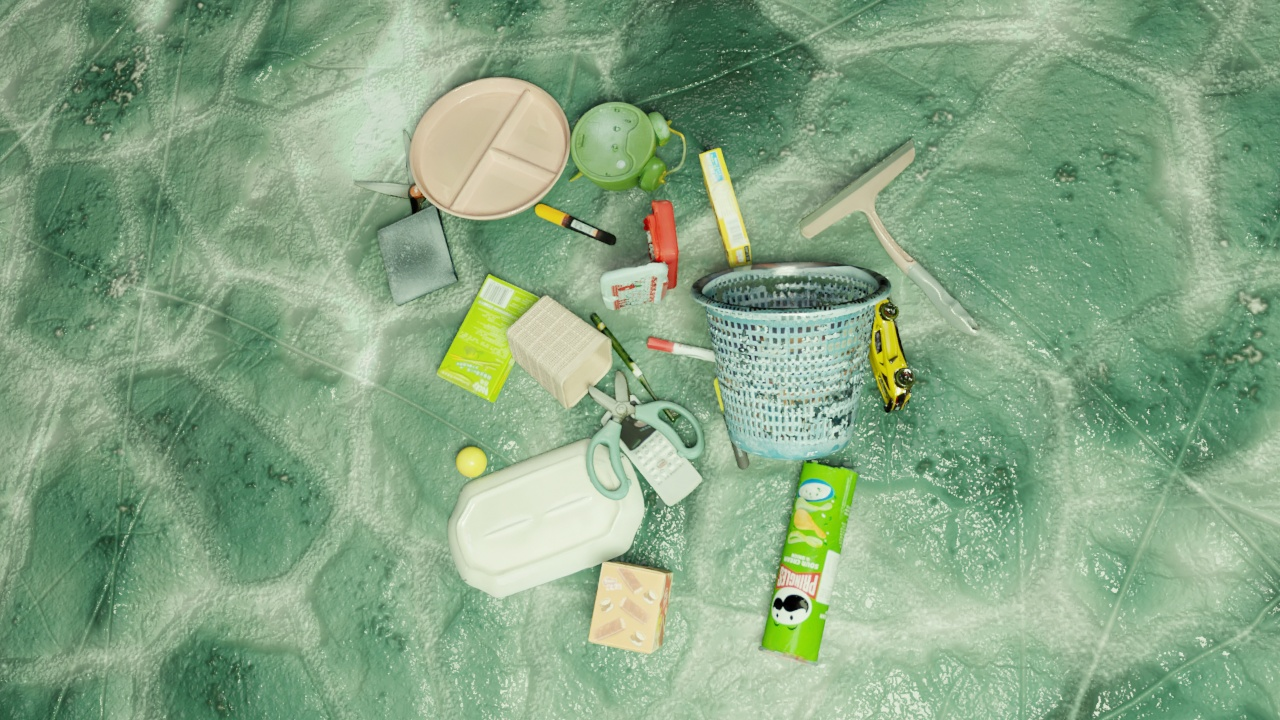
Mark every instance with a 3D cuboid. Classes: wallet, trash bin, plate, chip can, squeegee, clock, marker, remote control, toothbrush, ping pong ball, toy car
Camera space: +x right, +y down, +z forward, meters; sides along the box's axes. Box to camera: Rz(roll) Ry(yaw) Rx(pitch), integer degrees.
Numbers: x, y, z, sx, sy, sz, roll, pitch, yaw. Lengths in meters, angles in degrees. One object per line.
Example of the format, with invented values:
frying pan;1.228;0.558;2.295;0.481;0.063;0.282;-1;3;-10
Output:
wallet;-0.310;-0.146;1.276;0.097;0.019;0.120;-21;75;10
trash bin;0.174;0.002;1.078;0.227;0.226;0.195;0;109;9
plate;-0.127;0.201;1.180;0.266;0.034;0.162;-20;76;5
chip can;0.204;0.239;1.099;0.072;0.072;0.235;13;80;12
squeegee;0.342;-0.126;1.161;0.247;0.040;0.249;-36;87;-30
clock;-0.017;-0.288;1.256;0.161;0.056;0.116;5;79;10
marker;-0.089;-0.187;1.269;0.124;0.015;0.018;24;84;11
remote control;0.013;0.114;1.183;0.058;0.021;0.150;-40;76;-1
marker;0.080;-0.009;1.200;0.145;0.017;0.017;13;80;12
marker;0.117;0.080;1.176;0.018;0.015;0.124;-17;77;9
toothbrush;-0.007;0.007;1.214;0.017;0.012;0.186;-37;75;-6
ping pong ball;-0.222;0.133;1.208;0.040;0.040;0.040;-2;78;9
toy car;0.305;-0.012;1.137;0.041;0.071;0.155;-8;75;3
plate;-0.210;-0.296;1.292;0.229;0.028;0.229;-2;71;5

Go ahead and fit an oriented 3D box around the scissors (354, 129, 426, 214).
scissors;-0.304;-0.230;1.308;0.221;0.022;0.233;-8;78;7

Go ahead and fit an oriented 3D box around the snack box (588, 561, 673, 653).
snack box;-0.009;0.297;1.110;0.077;0.093;0.094;8;79;11

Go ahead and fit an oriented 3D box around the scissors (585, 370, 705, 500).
scissors;0.007;0.093;1.167;0.181;0.019;0.170;-2;70;2

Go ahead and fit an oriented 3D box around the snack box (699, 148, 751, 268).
snack box;0.112;-0.195;1.199;0.034;0.087;0.140;-14;76;5

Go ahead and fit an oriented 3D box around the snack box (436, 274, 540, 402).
snack box;-0.203;-0.030;1.247;0.086;0.026;0.156;24;83;13

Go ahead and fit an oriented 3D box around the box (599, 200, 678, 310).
box;-0.004;-0.124;1.140;0.100;0.201;0.102;-7;83;0

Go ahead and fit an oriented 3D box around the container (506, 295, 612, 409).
container;-0.107;-0.013;1.190;0.111;0.090;0.089;38;69;18
